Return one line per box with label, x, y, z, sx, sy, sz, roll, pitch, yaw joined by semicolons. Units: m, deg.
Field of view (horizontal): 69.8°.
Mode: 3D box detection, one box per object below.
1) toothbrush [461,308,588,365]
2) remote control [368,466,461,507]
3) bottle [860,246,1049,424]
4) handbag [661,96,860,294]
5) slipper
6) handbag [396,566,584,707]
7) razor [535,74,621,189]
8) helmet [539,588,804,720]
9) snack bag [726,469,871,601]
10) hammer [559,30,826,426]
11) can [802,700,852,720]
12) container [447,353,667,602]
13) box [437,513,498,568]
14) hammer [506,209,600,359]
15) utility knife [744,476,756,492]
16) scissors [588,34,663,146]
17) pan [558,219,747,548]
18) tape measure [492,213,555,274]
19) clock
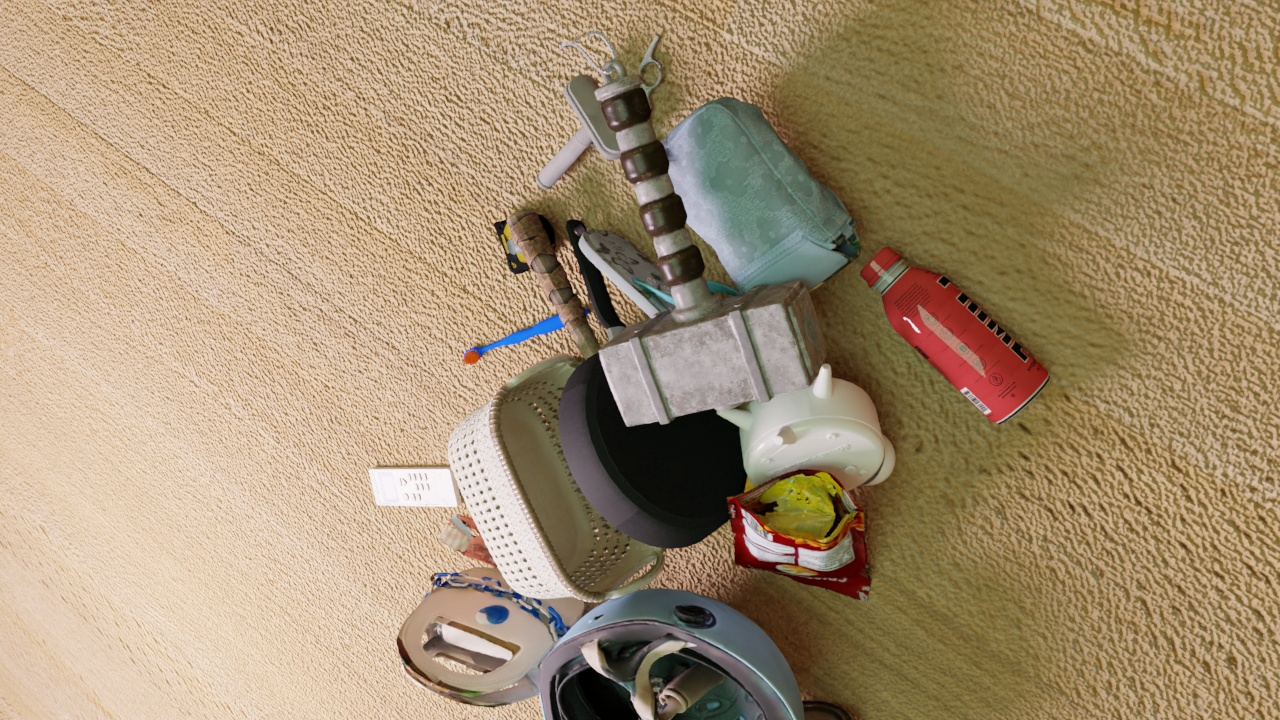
toothbrush;-0.132;-0.026;1.024;0.183;0.018;0.016;-18;120;31
remote control;-0.288;0.160;1.164;0.136;0.011;0.050;-4;103;28
bottle;0.264;-0.027;0.791;0.176;0.062;0.062;45;120;9
handbag;0.103;-0.140;0.812;0.192;0.118;0.122;49;130;-2
slipper;0.050;-0.053;0.875;0.269;0.098;0.055;39;120;14
handbag;-0.173;0.310;1.042;0.201;0.199;0.093;9;105;22
razor;-0.067;-0.211;0.915;0.116;0.047;0.088;-38;80;41
helmet;0.042;0.325;0.910;0.266;0.166;0.226;7;112;23
snack bag;0.148;0.178;0.862;0.139;0.066;0.208;5;147;15
hammer;0.022;-0.111;0.751;0.177;0.079;0.326;-14;104;26
can;0.178;0.408;0.948;0.090;0.089;0.074;-2;103;28
container;-0.087;0.130;0.960;0.143;0.184;0.246;-24;91;41
box;-0.185;0.209;1.031;0.056;0.187;0.059;-17;71;2
hammer;-0.050;-0.009;0.930;0.049;0.121;0.318;-29;89;31
utility knife;0.086;0.124;0.956;0.151;0.017;0.030;-5;97;28
scissors;0.004;-0.228;0.896;0.142;0.014;0.175;19;111;24
pan;-0.005;0.006;0.889;0.044;0.203;0.355;-38;64;43
tape measure;-0.122;-0.128;0.979;0.061;0.034;0.061;-19;96;29
clock;0.156;0.080;0.831;0.126;0.072;0.161;-24;136;24
